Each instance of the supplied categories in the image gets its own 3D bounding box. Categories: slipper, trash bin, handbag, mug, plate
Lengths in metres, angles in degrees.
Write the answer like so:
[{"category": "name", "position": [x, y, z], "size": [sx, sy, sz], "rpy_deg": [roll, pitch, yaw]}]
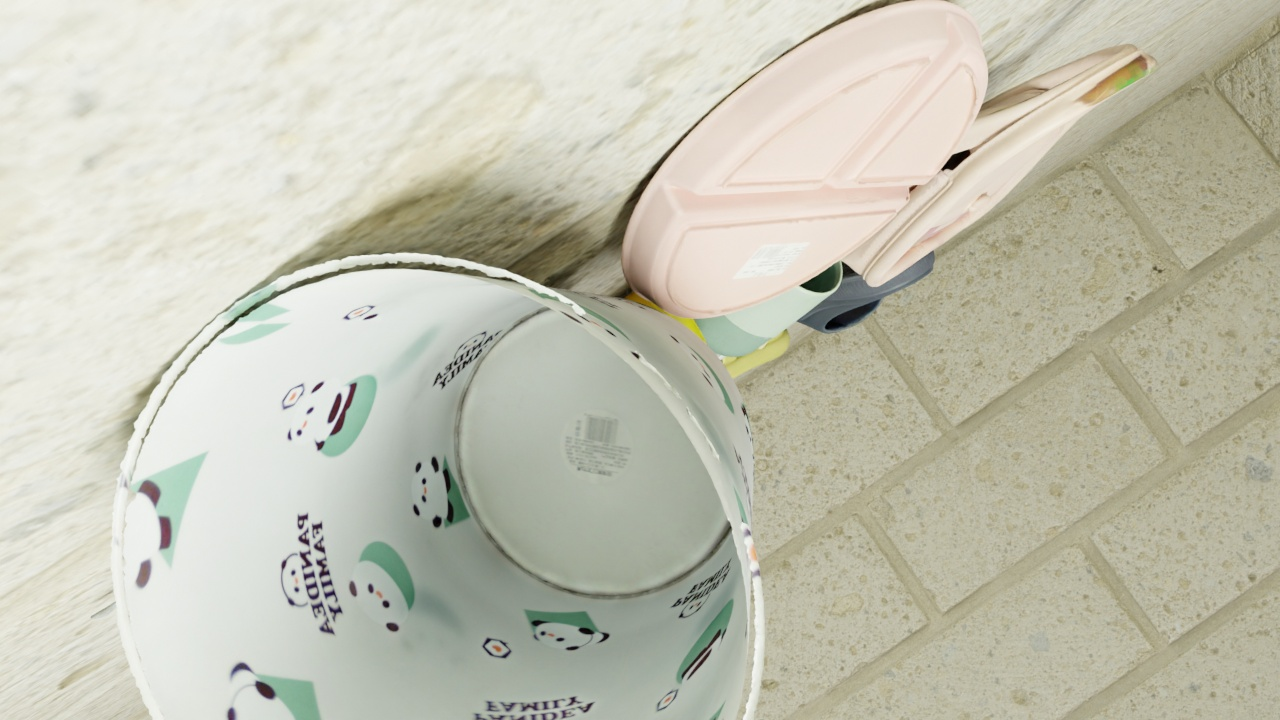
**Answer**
[{"category": "slipper", "position": [0.192, -0.063, 0.899], "size": [0.110, 0.083, 0.268], "rpy_deg": [-28, -169, -16]}, {"category": "trash bin", "position": [-0.050, 0.068, 0.419], "size": [0.230, 0.229, 0.251], "rpy_deg": [-35, 178, 13]}, {"category": "handbag", "position": [0.260, -0.159, 0.678], "size": [0.192, 0.093, 0.235], "rpy_deg": [-30, 178, -35]}, {"category": "slipper", "position": [0.077, -0.033, 0.886], "size": [0.190, 0.092, 0.082], "rpy_deg": [-15, 124, -45]}, {"category": "mug", "position": [0.089, -0.067, 0.699], "size": [0.107, 0.082, 0.111], "rpy_deg": [-42, -159, 45]}, {"category": "plate", "position": [0.095, -0.096, 0.507], "size": [0.229, 0.028, 0.230], "rpy_deg": [-28, 160, -11]}]

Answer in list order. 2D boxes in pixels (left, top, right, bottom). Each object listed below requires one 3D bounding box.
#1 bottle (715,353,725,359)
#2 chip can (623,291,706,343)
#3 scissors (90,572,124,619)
[{"category": "bottle", "position": [-0.004, 0.004, 0.759], "size": [0.189, 0.068, 0.068], "rpy_deg": [-32, 173, -14]}, {"category": "chip can", "position": [-0.055, 0.026, 0.673], "size": [0.214, 0.072, 0.072], "rpy_deg": [-34, 173, 13]}, {"category": "scissors", "position": [-0.249, 0.107, 0.569], "size": [0.175, 0.012, 0.162], "rpy_deg": [-34, 174, -10]}]
